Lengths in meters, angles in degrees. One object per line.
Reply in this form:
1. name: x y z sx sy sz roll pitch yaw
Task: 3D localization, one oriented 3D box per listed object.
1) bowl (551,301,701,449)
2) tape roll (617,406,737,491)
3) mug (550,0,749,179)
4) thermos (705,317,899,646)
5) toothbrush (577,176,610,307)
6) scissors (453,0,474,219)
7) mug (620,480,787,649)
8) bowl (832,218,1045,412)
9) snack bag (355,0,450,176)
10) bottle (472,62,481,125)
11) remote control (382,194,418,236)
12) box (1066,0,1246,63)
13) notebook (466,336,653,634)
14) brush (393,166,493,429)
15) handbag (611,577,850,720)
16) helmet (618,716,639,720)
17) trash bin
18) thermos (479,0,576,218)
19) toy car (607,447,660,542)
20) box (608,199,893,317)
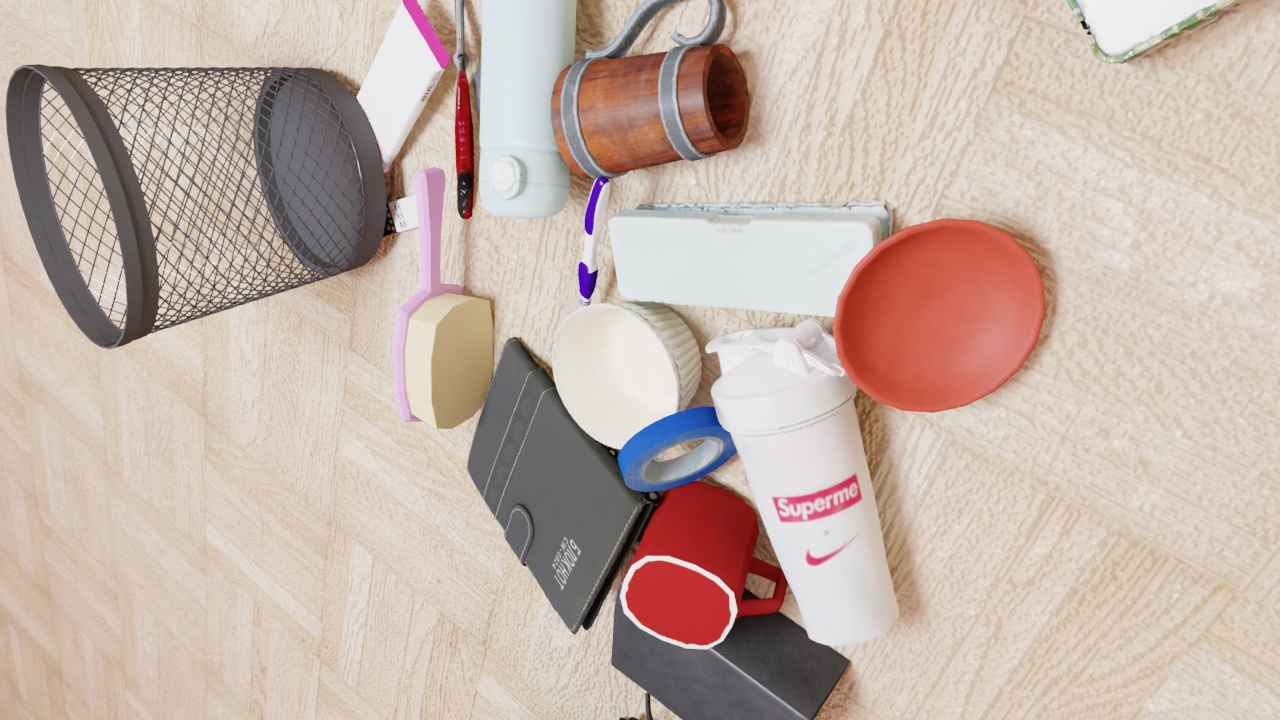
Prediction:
1. bowl: -0.004 0.004 0.700 0.115 0.062 0.115 15 117 31
2. tape roll: 0.029 0.066 0.672 0.093 0.091 0.016 -31 60 17
3. mug: 0.008 -0.185 0.611 0.111 0.081 0.117 0 90 33
4. thermos: 0.119 0.081 0.629 0.100 0.099 0.220 -8 108 38
5. toothbrush: -0.040 -0.068 0.693 0.016 0.015 0.187 40 146 21
6. scissors: -0.139 -0.191 0.718 0.180 0.015 0.198 110 156 -63
7. mug: 0.054 0.158 0.692 0.116 0.096 0.081 22 121 6
8. bowl: 0.174 -0.030 0.549 0.122 0.035 0.122 0 115 1
9. snack bag: -0.214 -0.219 0.781 0.070 0.016 0.197 58 138 8
10. bottle: -0.100 -0.174 0.707 0.047 0.046 0.112 7 112 34
11. remote control: -0.236 -0.130 0.849 0.124 0.011 0.028 -6 105 38
12. box: 0.283 -0.231 0.401 0.206 0.050 0.117 -28 88 40
13. notebook: -0.081 0.108 0.789 0.209 0.029 0.170 50 130 35
14. brush: -0.168 -0.048 0.783 0.043 0.089 0.229 19 119 24
15. handbag: 0.053 0.282 0.776 0.176 0.072 0.196 32 129 22
16. helmet: -0.090 0.436 0.805 0.251 0.254 0.233 -14 96 41
17. trash bin: -0.369 -0.146 0.785 0.218 0.226 0.218 19 119 38
18. thermos: -0.079 -0.204 0.642 0.065 0.077 0.207 6 101 13
19. toy car: -0.020 0.113 0.774 0.092 0.037 0.040 44 128 14
20. box: 0.071 -0.068 0.626 0.199 0.067 0.083 5 92 33
